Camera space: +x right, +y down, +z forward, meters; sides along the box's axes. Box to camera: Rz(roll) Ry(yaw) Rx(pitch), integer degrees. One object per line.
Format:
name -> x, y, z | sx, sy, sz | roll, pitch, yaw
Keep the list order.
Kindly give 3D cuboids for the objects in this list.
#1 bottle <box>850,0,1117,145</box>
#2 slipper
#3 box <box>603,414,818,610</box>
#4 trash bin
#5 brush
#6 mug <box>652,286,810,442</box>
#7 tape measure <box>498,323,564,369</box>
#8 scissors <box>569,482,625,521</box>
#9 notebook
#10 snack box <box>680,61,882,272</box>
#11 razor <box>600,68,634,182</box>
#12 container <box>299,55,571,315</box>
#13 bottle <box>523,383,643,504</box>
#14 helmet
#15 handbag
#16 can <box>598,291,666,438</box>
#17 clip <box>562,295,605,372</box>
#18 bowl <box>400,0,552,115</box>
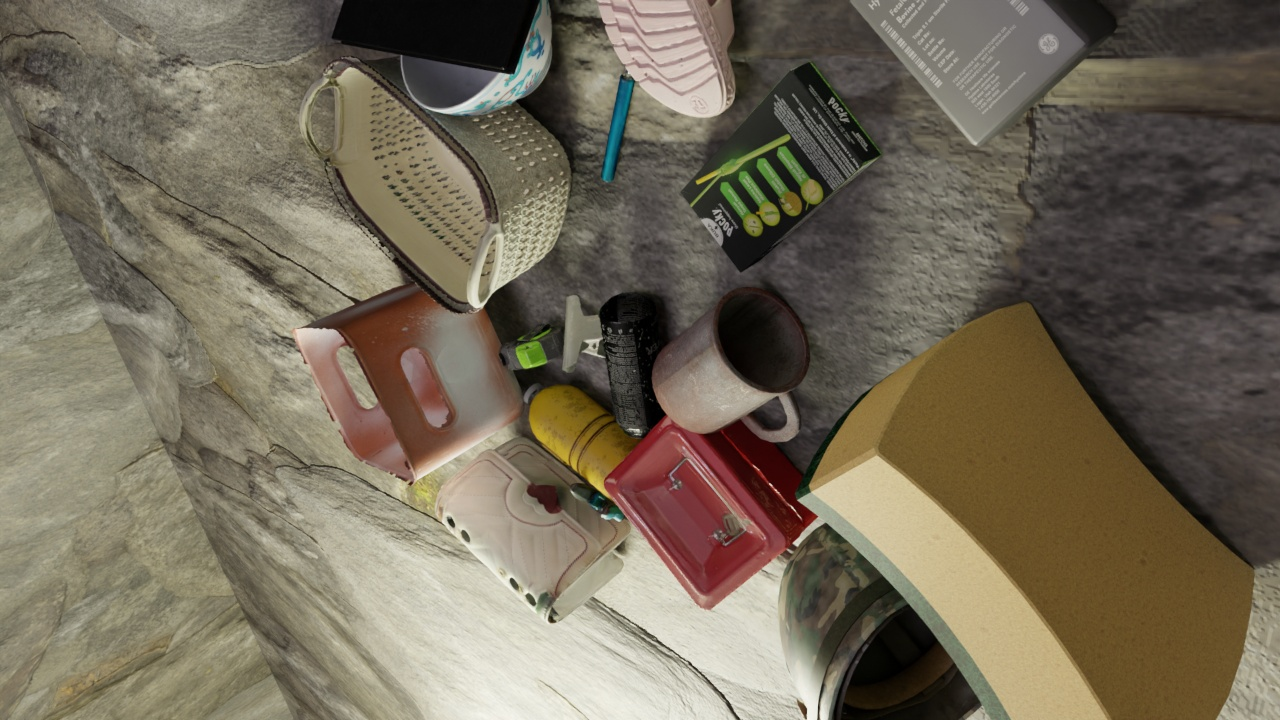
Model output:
bottle -> 0.169, -0.215, 0.515 | 0.174, 0.046, 0.084 | 51, 142, 7
slipper -> 0.010, -0.284, 0.628 | 0.094, 0.064, 0.239 | 13, 138, 47
box -> 0.073, 0.117, 0.835 | 0.157, 0.117, 0.136 | 52, 128, 12
trash bin -> -0.263, 0.013, 1.039 | 0.260, 0.157, 0.181 | 3, 119, 59
brush -> 0.235, 0.104, 0.551 | 0.250, 0.194, 0.075 | 52, 143, 6
mug -> 0.080, 0.016, 0.745 | 0.123, 0.096, 0.110 | 59, 149, 6
tape measure -> -0.107, -0.017, 0.952 | 0.066, 0.058, 0.036 | -3, 113, 51
scissors -> -0.044, 0.149, 0.968 | 0.150, 0.019, 0.130 | 39, 175, -31
notebook -> -0.154, -0.326, 0.737 | 0.232, 0.019, 0.169 | 22, 95, 37
snack box -> 0.097, -0.136, 0.669 | 0.080, 0.025, 0.148 | 54, 143, 4
razor -> -0.018, -0.208, 0.750 | 0.144, 0.022, 0.042 | 99, 165, -47
container -> -0.182, -0.173, 0.854 | 0.251, 0.142, 0.185 | 42, 139, 19
bottle -> -0.058, 0.080, 0.957 | 0.164, 0.070, 0.071 | 36, 138, 25
helmet -> 0.208, 0.224, 0.665 | 0.224, 0.192, 0.236 | 52, 180, -31
handbag -> -0.124, 0.190, 1.055 | 0.198, 0.141, 0.096 | 36, 136, 23
can -> -0.005, 0.005, 0.859 | 0.054, 0.053, 0.138 | 20, 130, 38
clip -> -0.047, -0.028, 0.886 | 0.054, 0.101, 0.040 | 7, 136, -9
bowl -> -0.121, -0.261, 0.759 | 0.144, 0.074, 0.143 | -8, 75, 34
